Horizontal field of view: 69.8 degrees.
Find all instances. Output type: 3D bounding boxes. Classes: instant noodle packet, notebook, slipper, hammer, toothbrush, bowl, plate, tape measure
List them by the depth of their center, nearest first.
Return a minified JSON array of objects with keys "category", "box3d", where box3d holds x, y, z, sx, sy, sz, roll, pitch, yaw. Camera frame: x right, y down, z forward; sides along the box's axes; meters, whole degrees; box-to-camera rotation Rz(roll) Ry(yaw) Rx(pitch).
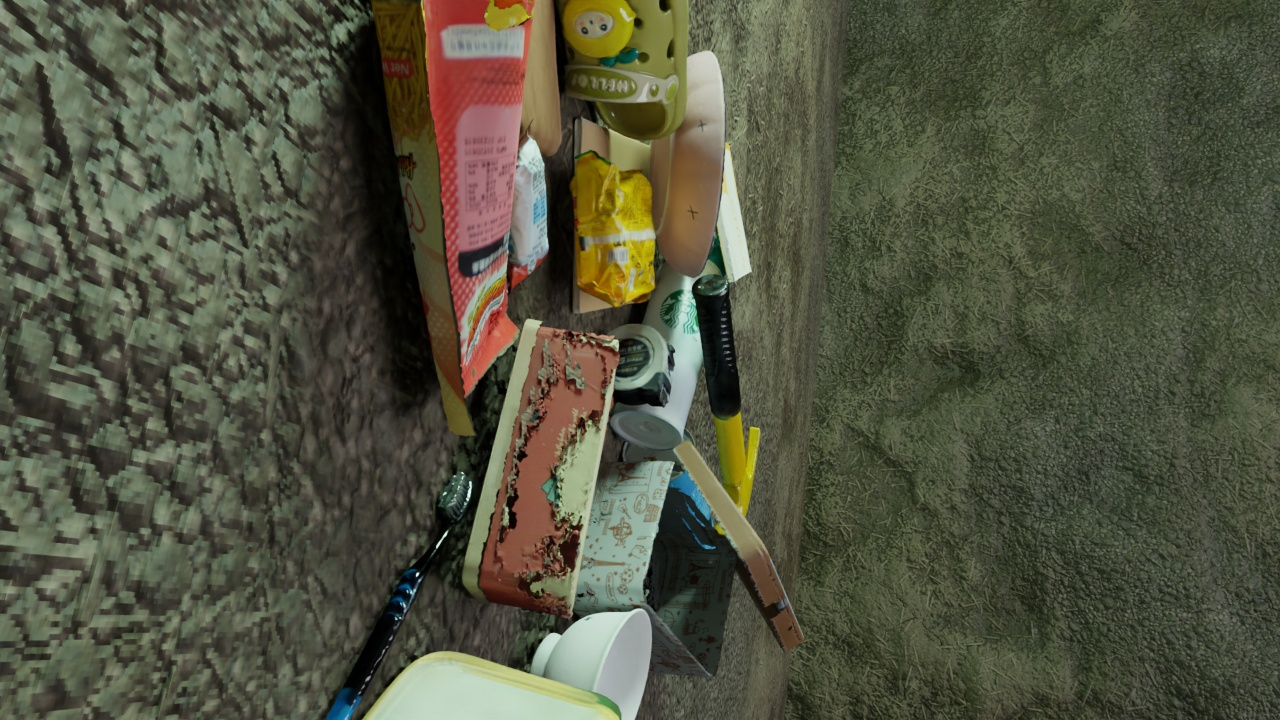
[{"category":"toothbrush","box3d":[-0.126,0.127,0.466,0.189,0.014,0.016,-67,154,-47]},{"category":"slipper","box3d":[-0.012,-0.212,0.649,0.191,0.092,0.081,72,29,-60]},{"category":"bowl","box3d":[-0.043,0.234,0.675,0.118,0.065,0.118,11,90,-69]},{"category":"instant noodle packet","box3d":[-0.020,-0.096,0.692,0.128,0.044,0.111,-27,113,-76]},{"category":"tape measure","box3d":[-0.005,0.004,0.761,0.033,0.066,0.065,62,37,-59]},{"category":"notebook","box3d":[-0.019,-0.120,0.787,0.207,0.008,0.148,-23,115,-72]},{"category":"plate","box3d":[0.034,-0.168,0.796,0.192,0.039,0.192,180,-89,-82]},{"category":"hammer","box3d":[0.081,0.044,0.866,0.301,0.033,0.128,78,23,-43]},{"category":"notebook","box3d":[0.088,-0.154,0.923,0.206,0.010,0.146,-34,114,-77]}]

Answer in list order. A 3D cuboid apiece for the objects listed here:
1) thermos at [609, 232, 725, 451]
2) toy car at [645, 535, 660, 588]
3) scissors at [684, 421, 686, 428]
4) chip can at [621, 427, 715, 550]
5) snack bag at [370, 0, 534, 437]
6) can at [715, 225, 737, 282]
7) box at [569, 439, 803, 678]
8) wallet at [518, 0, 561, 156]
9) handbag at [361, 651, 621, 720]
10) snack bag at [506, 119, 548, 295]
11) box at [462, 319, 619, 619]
[{"category":"thermos","box3d":[0.033,-0.030,0.859,0.073,0.073,0.223,71,31,-53]},{"category":"toy car","box3d":[0.007,0.201,0.899,0.091,0.036,0.043,63,36,-46]},{"category":"scissors","box3d":[0.043,0.058,1.030,0.224,0.015,0.189,-52,143,-62]},{"category":"chip can","box3d":[0.034,0.149,0.925,0.210,0.071,0.071,74,26,-48]},{"category":"snack bag","box3d":[-0.087,-0.080,0.470,0.128,0.073,0.208,-84,176,-63]},{"category":"can","box3d":[0.075,-0.129,1.027,0.102,0.057,0.083,-16,106,-73]},{"category":"box","box3d":[0.057,0.172,0.775,0.182,0.166,0.149,58,39,-44]},{"category":"wallet","box3d":[-0.075,-0.189,0.558,0.101,0.020,0.115,-12,103,-73]},{"category":"handbag","box3d":[-0.058,0.221,0.427,0.163,0.179,0.063,-51,147,-66]},{"category":"snack bag","box3d":[-0.073,-0.091,0.561,0.048,0.026,0.104,-70,166,-47]},{"category":"box","box3d":[-0.049,0.068,0.566,0.091,0.078,0.168,97,3,-67]}]
